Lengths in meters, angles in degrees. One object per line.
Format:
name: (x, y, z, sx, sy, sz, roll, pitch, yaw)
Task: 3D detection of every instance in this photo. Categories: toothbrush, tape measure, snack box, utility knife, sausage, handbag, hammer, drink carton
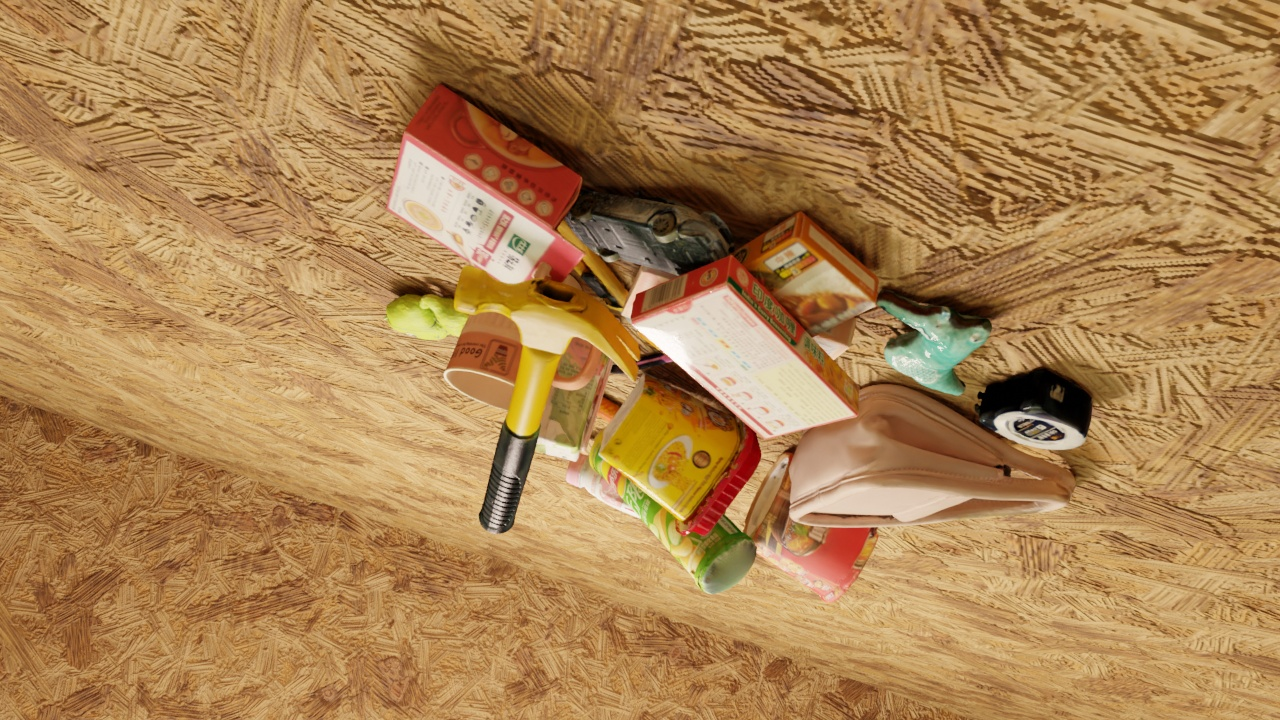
toothbrush: (-0.005, 0.005, 0.855, 0.017, 0.014, 0.190, 19, 162, -32)
tape measure: (0.288, 0.037, 0.661, 0.066, 0.033, 0.066, 27, 160, -15)
snack box: (0.074, -0.035, 0.608, 0.075, 0.026, 0.154, 35, 140, -24)
utility knife: (-0.028, -0.060, 0.704, 0.033, 0.015, 0.216, 9, 158, 32)
sausage: (-0.071, 0.031, 0.962, 0.165, 0.021, 0.021, 34, 154, -35)
snack box: (0.069, -0.032, 0.676, 0.157, 0.026, 0.085, 20, 158, -5)
handbag: (0.264, 0.105, 0.808, 0.234, 0.093, 0.194, 13, 160, -8)
snack box: (0.072, -0.002, 0.603, 0.077, 0.027, 0.155, -19, 135, 36)
snack box: (-0.094, -0.100, 0.592, 0.127, 0.044, 0.113, 33, 156, -10)
hammer: (-0.088, 0.048, 0.690, 0.128, 0.032, 0.302, 14, 140, -7)
drink carton: (-0.053, 0.021, 0.780, 0.045, 0.122, 0.054, 16, 159, 2)

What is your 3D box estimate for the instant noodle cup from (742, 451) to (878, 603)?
instant noodle cup: (0.175, 0.167, 0.957, 0.108, 0.137, 0.138, 27, 160, 1)

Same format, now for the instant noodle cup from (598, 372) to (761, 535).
instant noodle cup: (0.034, 0.082, 0.862, 0.123, 0.116, 0.116, 34, -167, -6)

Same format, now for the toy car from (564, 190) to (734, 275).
toy car: (0.004, -0.083, 0.592, 0.121, 0.036, 0.054, 16, 158, 35)

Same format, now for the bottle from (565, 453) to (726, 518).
bottle: (0.006, 0.160, 1.120, 0.197, 0.068, 0.068, 17, 160, 15)

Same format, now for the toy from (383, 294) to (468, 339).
toy: (-0.201, -0.042, 0.876, 0.100, 0.031, 0.097, 9, 158, 11)

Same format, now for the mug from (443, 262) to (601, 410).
mug: (-0.085, -0.018, 0.730, 0.115, 0.105, 0.082, 11, 158, 19)

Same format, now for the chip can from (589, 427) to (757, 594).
chip can: (0.031, 0.151, 0.966, 0.221, 0.072, 0.072, 42, 179, 42)

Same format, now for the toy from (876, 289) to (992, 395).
toy: (0.195, -0.014, 0.618, 0.096, 0.030, 0.092, 26, 154, 0)
